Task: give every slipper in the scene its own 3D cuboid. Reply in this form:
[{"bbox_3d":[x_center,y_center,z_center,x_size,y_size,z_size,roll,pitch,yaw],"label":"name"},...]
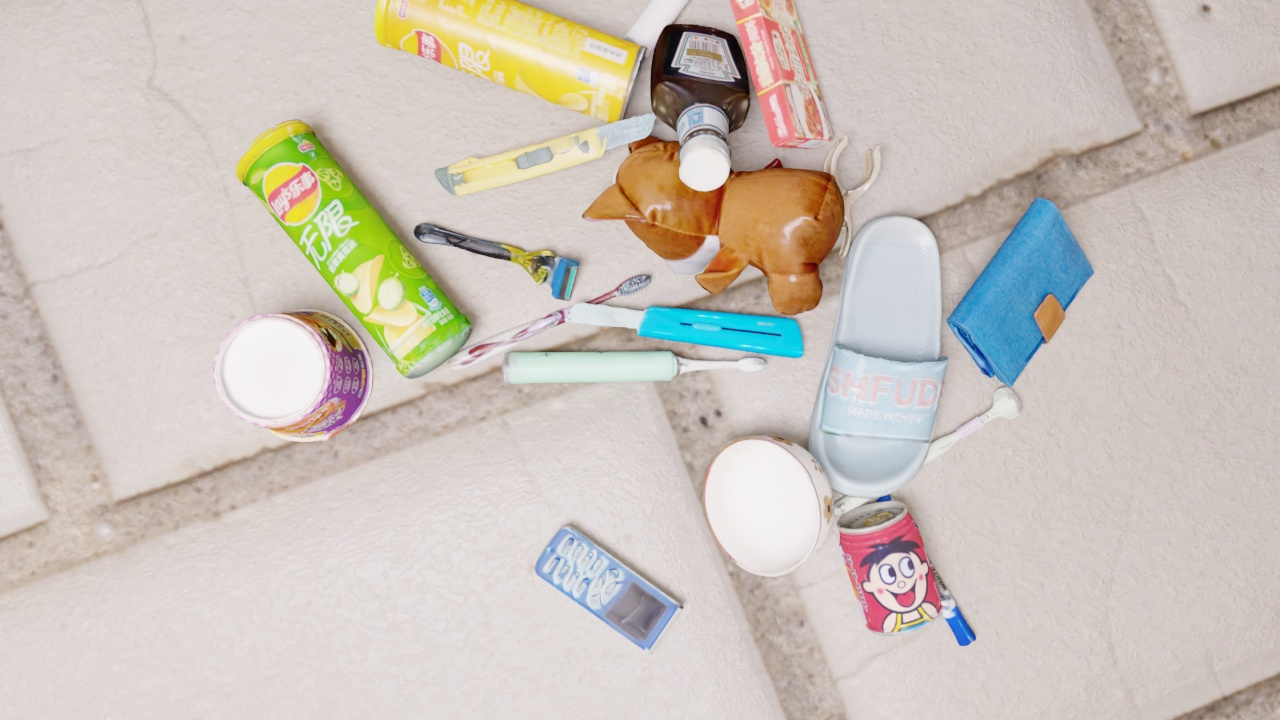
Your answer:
[{"bbox_3d":[0.209,-0.006,0.768,0.104,0.074,0.245,9,83,-3],"label":"slipper"}]

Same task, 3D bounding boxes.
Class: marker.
[{"bbox_3d":[0.246,0.181,0.793,0.017,0.017,0.146,-31,90,-6],"label":"marker"}]

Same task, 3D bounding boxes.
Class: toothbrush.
[{"bbox_3d":[0.056,-0.353,0.797,0.026,0.026,0.221,31,83,39],"label":"toothbrush"},{"bbox_3d":[-0.005,0.005,0.776,0.224,0.027,0.026,-1,101,-4],"label":"toothbrush"},{"bbox_3d":[-0.076,-0.033,0.776,0.187,0.017,0.016,-24,93,-6],"label":"toothbrush"},{"bbox_3d":[0.248,0.083,0.798,0.189,0.020,0.029,-31,84,-4],"label":"toothbrush"}]

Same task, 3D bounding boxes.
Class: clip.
[{"bbox_3d":[0.163,-0.147,0.795,0.081,0.034,0.104,30,93,-5],"label":"clip"}]

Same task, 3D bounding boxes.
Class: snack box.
[{"bbox_3d":[0.117,-0.255,0.775,0.026,0.075,0.153,-17,88,36],"label":"snack box"}]

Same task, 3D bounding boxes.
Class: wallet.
[{"bbox_3d":[0.325,-0.055,0.780,0.106,0.040,0.133,40,86,-37],"label":"wallet"}]

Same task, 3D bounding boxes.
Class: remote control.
[{"bbox_3d":[-0.027,0.190,0.767,0.125,0.024,0.049,36,85,-1],"label":"remote control"}]

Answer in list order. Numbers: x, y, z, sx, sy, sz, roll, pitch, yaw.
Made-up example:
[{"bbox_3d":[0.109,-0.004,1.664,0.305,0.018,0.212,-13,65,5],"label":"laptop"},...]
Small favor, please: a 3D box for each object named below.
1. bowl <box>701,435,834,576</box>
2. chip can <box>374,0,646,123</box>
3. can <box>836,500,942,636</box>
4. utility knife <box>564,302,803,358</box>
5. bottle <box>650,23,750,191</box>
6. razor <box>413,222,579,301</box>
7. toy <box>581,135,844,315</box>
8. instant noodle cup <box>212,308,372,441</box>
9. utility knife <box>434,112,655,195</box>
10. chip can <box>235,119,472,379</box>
[{"bbox_3d":[0.113,0.113,0.753,0.062,0.114,0.113,-10,88,-47],"label":"bowl"},{"bbox_3d":[-0.105,-0.261,0.757,0.213,0.072,0.072,18,86,-4],"label":"chip can"},{"bbox_3d":[0.205,0.171,0.761,0.066,0.066,0.094,-19,95,-5],"label":"can"},{"bbox_3d":[0.039,-0.029,0.780,0.206,0.018,0.034,6,89,-7],"label":"utility knife"},{"bbox_3d":[0.047,-0.202,0.723,0.080,0.044,0.194,7,44,-6],"label":"bottle"},{"bbox_3d":[-0.122,-0.091,0.774,0.143,0.022,0.043,17,130,0],"label":"razor"},{"bbox_3d":[0.062,-0.116,0.746,0.199,0.131,0.139,20,43,5],"label":"toy"},{"bbox_3d":[-0.274,0.009,0.718,0.111,0.099,0.111,0,86,-6],"label":"instant noodle cup"},{"bbox_3d":[-0.079,-0.171,0.764,0.195,0.020,0.031,-14,101,6],"label":"utility knife"},{"bbox_3d":[-0.227,-0.086,0.739,0.072,0.072,0.221,-39,91,-5],"label":"chip can"}]
